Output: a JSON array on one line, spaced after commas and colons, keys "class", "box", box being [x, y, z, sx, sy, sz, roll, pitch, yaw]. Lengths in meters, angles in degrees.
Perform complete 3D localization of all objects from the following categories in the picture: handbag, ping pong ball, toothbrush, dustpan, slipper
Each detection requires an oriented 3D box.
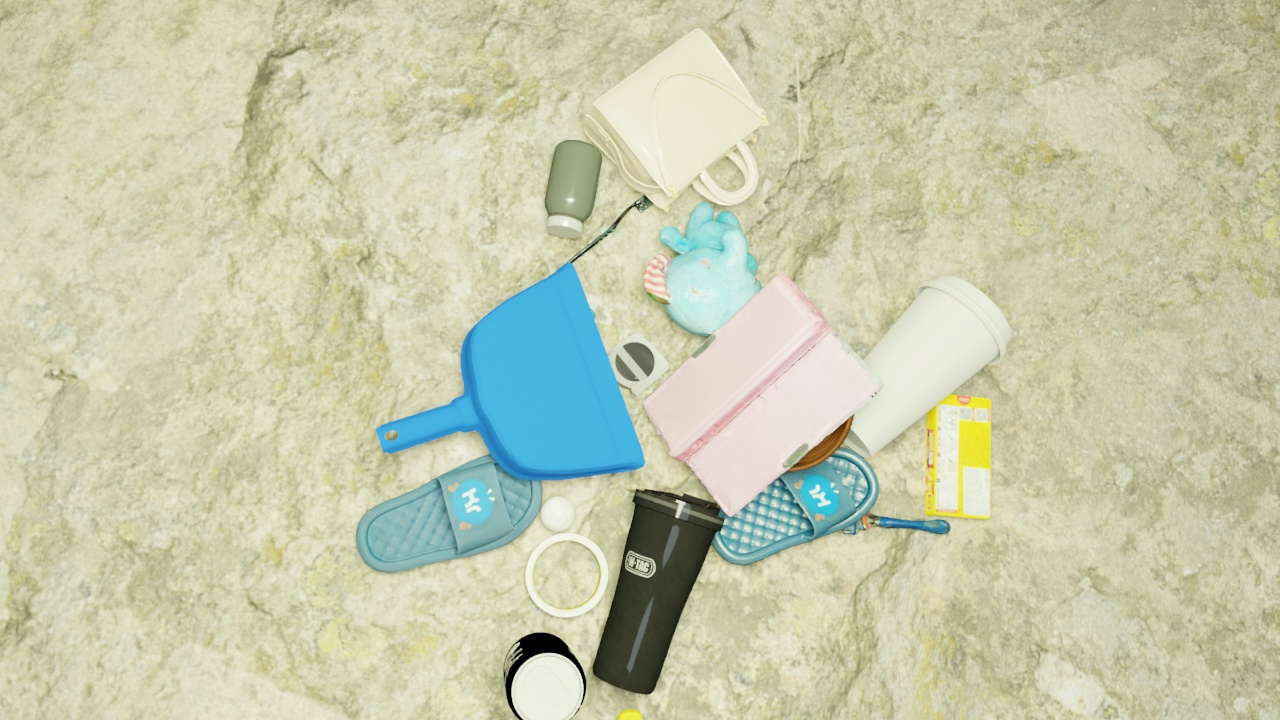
[{"class": "handbag", "box": [0.061, -0.269, 1.115, 0.194, 0.101, 0.198, -40, 89, -16]}, {"class": "ping pong ball", "box": [-0.094, 0.175, 1.045, 0.040, 0.040, 0.040, 2, 80, -9]}, {"class": "toothbrush", "box": [-0.050, -0.147, 1.122, 0.187, 0.014, 0.017, -41, 97, -13]}, {"class": "dustpan", "box": [-0.157, 0.044, 0.999, 0.257, 0.060, 0.245, -18, 84, -22]}, {"class": "slipper", "box": [-0.209, 0.174, 1.018, 0.213, 0.059, 0.104, -21, 87, -11]}, {"class": "slipper", "box": [0.179, 0.166, 1.079, 0.213, 0.059, 0.103, -23, 73, -8]}]

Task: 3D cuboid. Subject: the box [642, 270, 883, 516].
[{"class": "box", "box": [0.125, 0.037, 1.020, 0.233, 0.050, 0.180, -45, 63, 16]}]

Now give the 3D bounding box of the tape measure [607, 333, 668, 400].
[{"class": "tape measure", "box": [-0.007, 0.006, 1.101, 0.064, 0.017, 0.065, -40, 89, -14]}]

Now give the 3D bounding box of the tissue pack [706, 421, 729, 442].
[{"class": "tissue pack", "box": [0.130, 0.076, 1.103, 0.114, 0.034, 0.099, -9, 79, -11]}]

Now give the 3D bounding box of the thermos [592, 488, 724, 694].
[{"class": "thermos", "box": [0.015, 0.252, 1.024, 0.106, 0.106, 0.218, 19, 83, -6]}]

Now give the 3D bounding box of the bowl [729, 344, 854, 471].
[{"class": "bowl", "box": [0.181, 0.056, 1.052, 0.148, 0.068, 0.147, -7, 76, 29]}]

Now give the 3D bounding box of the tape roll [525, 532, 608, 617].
[{"class": "tape roll", "box": [-0.084, 0.244, 1.046, 0.094, 0.019, 0.094, 2, 80, -9]}]

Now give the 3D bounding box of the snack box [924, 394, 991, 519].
[{"class": "snack box", "box": [0.396, 0.119, 1.144, 0.075, 0.025, 0.152, 6, 80, -8]}]

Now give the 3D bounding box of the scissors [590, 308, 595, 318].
[{"class": "scissors", "box": [-0.108, -0.017, 1.092, 0.132, 0.020, 0.097, -22, 82, -13]}]

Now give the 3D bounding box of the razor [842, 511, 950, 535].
[{"class": "razor", "box": [0.311, 0.199, 1.120, 0.141, 0.018, 0.043, 8, 68, -9]}]

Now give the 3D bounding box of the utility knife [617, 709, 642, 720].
[{"class": "utility knife", "box": [-0.010, 0.485, 1.018, 0.028, 0.020, 0.186, 0, 81, -8]}]

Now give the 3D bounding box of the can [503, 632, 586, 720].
[{"class": "can", "box": [-0.102, 0.333, 0.962, 0.080, 0.146, 0.080, 2, 80, -9]}]

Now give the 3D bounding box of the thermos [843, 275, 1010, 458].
[{"class": "thermos", "box": [0.326, 0.013, 1.107, 0.221, 0.131, 0.131, -43, 89, -6]}]

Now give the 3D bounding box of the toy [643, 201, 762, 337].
[{"class": "toy", "box": [0.094, -0.113, 1.098, 0.183, 0.115, 0.180, 17, 66, -19]}]

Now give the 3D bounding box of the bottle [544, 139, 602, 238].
[{"class": "bottle", "box": [-0.083, -0.205, 1.103, 0.060, 0.060, 0.108, 11, 78, -8]}]
